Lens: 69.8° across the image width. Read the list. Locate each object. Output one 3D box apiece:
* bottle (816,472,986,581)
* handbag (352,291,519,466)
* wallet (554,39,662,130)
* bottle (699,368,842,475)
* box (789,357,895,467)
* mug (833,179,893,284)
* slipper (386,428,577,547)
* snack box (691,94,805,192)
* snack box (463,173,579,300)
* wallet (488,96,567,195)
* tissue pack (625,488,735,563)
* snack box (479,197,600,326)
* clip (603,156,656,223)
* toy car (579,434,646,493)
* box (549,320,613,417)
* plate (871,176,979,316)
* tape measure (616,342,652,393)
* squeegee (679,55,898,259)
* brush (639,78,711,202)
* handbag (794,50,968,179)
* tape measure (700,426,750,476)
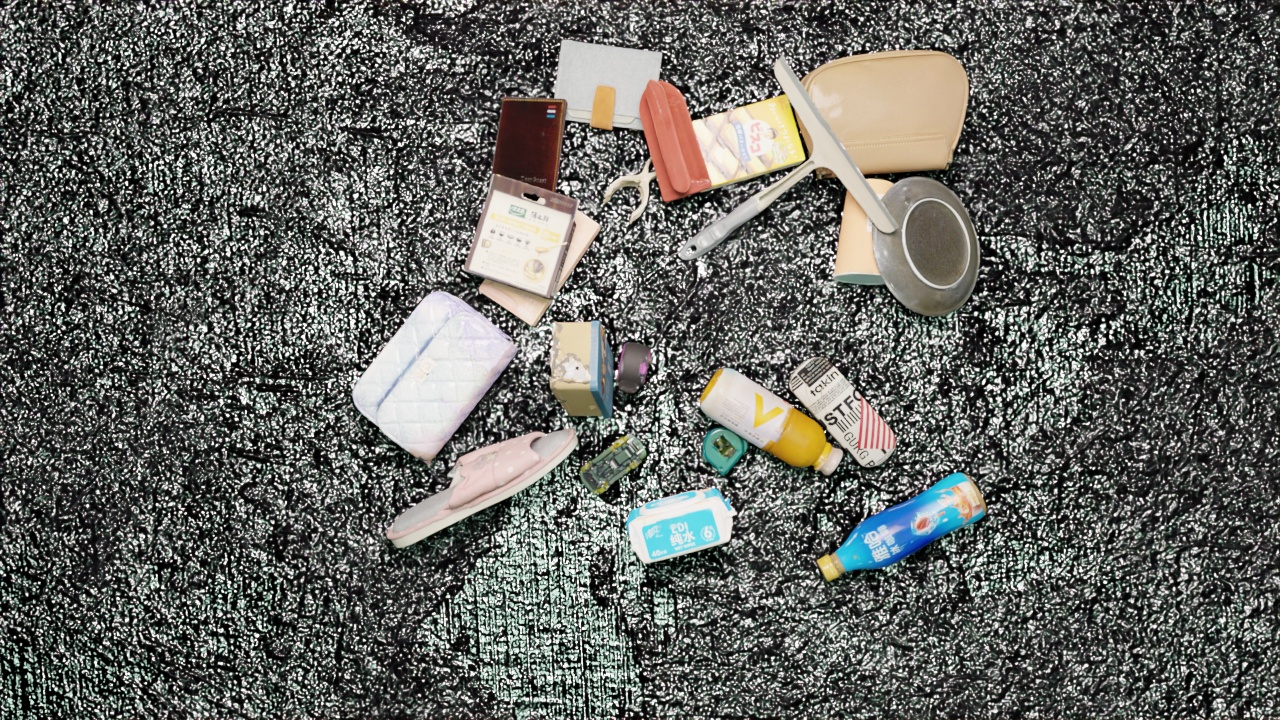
[{"bbox_3d":[0.328,0.218,1.170,0.219,0.065,0.065,-27,91,2],"label":"bottle"},{"bbox_3d":[-0.262,0.018,1.162,0.134,0.075,0.194,38,92,-1],"label":"handbag"},{"bbox_3d":[-0.043,-0.349,1.171,0.130,0.037,0.106,8,91,0],"label":"wallet"},{"bbox_3d":[0.167,0.081,1.165,0.189,0.068,0.068,32,91,-1],"label":"bottle"},{"bbox_3d":[0.259,0.067,1.172,0.164,0.057,0.070,45,74,-1],"label":"box"},{"bbox_3d":[0.287,-0.162,1.157,0.078,0.078,0.122,4,87,0],"label":"mug"},{"bbox_3d":[-0.204,0.148,1.149,0.274,0.114,0.054,-29,103,8],"label":"slipper"},{"bbox_3d":[0.131,-0.277,1.174,0.140,0.034,0.087,-16,92,-1],"label":"snack box"},{"bbox_3d":[-0.145,-0.152,1.140,0.113,0.053,0.125,18,90,1],"label":"snack box"},{"bbox_3d":[-0.142,-0.272,1.169,0.096,0.020,0.122,9,93,24],"label":"wallet"},{"bbox_3d":[0.050,0.204,1.158,0.140,0.090,0.063,-15,92,1],"label":"tissue pack"},{"bbox_3d":[-0.129,-0.131,1.181,0.084,0.026,0.157,34,91,0],"label":"snack box"},{"bbox_3d":[0.005,-0.216,1.177,0.103,0.035,0.092,-27,87,-7],"label":"clip"},{"bbox_3d":[-0.036,0.133,1.183,0.091,0.036,0.043,-37,92,0],"label":"toy car"},{"bbox_3d":[-0.068,0.016,1.116,0.060,0.184,0.089,0,77,6],"label":"box"},{"bbox_3d":[0.362,-0.144,1.140,0.179,0.024,0.179,3,83,-26],"label":"plate"},{"bbox_3d":[-0.007,0.007,1.169,0.039,0.057,0.058,12,114,-2],"label":"tape measure"},{"bbox_3d":[0.151,-0.199,1.149,0.247,0.039,0.246,-35,90,24],"label":"squeegee"},{"bbox_3d":[0.038,-0.274,1.128,0.063,0.069,0.146,-16,91,13],"label":"brush"},{"bbox_3d":[0.297,-0.306,1.143,0.204,0.099,0.148,-4,99,0],"label":"handbag"},{"bbox_3d":[0.107,0.114,1.187,0.054,0.025,0.058,41,91,-2],"label":"tape measure"}]
